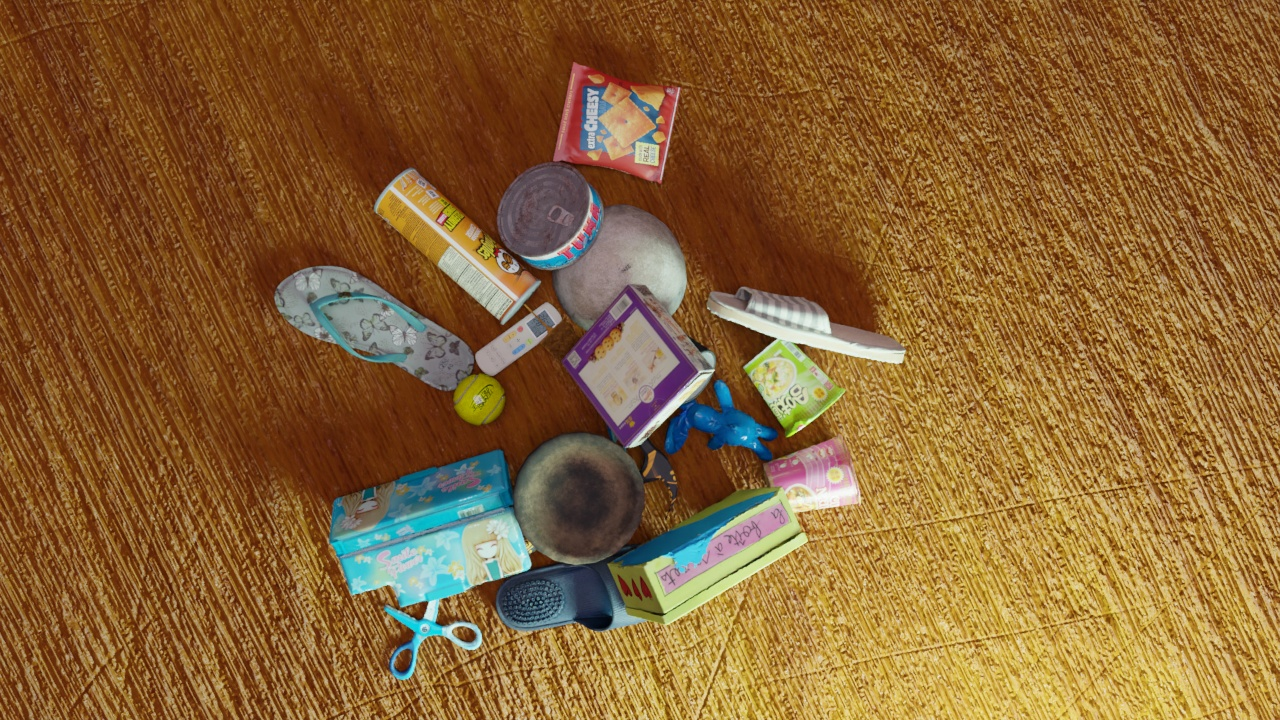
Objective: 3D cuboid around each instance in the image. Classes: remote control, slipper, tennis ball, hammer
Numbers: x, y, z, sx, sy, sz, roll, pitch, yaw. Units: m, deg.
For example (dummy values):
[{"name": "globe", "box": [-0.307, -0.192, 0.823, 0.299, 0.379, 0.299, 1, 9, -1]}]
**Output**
[{"name": "remote control", "box": [-0.160, -0.027, 1.206, 0.125, 0.018, 0.038, -36, 94, -4]}, {"name": "slipper", "box": [-0.058, 0.300, 1.186, 0.263, 0.082, 0.101, -7, 89, -4]}, {"name": "tennis ball", "box": [-0.207, 0.050, 1.179, 0.065, 0.065, 0.065, 0, 91, -4]}, {"name": "hammer", "box": [-0.100, 0.213, 1.197, 0.320, 0.036, 0.123, -30, 90, -1]}, {"name": "slipper", "box": [0.218, -0.051, 1.189, 0.272, 0.114, 0.054, 15, 101, -12]}, {"name": "slipper", "box": [-0.338, -0.047, 1.176, 0.268, 0.055, 0.098, 25, 86, -6]}]

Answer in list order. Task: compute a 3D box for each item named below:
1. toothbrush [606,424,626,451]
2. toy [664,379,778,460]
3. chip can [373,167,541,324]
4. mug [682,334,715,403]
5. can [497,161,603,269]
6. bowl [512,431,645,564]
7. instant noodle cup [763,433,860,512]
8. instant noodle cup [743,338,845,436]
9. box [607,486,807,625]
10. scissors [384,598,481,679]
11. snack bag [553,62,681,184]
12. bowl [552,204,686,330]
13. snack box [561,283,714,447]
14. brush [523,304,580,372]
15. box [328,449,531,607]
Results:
[{"name": "toothbrush", "box": [-0.026, 0.119, 1.220, 0.022, 0.017, 0.135, -13, 89, -4]}, {"name": "toy", "box": [0.099, 0.088, 1.204, 0.176, 0.071, 0.112, 22, 78, -4]}, {"name": "chip can", "box": [-0.232, -0.145, 1.170, 0.215, 0.075, 0.075, 42, 87, -4]}, {"name": "mug", "box": [0.031, 0.015, 1.179, 0.088, 0.078, 0.114, 35, 109, 31]}, {"name": "can", "box": [-0.115, -0.183, 1.163, 0.130, 0.044, 0.129, -7, 70, 21]}, {"name": "bowl", "box": [-0.077, 0.168, 1.147, 0.162, 0.070, 0.162, 0, 88, -5]}, {"name": "instant noodle cup", "box": [0.221, 0.156, 1.203, 0.108, 0.097, 0.097, -15, 92, 3]}, {"name": "instant noodle cup", "box": [0.195, 0.028, 1.200, 0.099, 0.099, 0.108, -38, 85, -3]}, {"name": "box", "box": [0.081, 0.240, 1.143, 0.220, 0.125, 0.083, -26, 91, -27]}, {"name": "scissors", "box": [-0.281, 0.363, 1.205, 0.134, 0.011, 0.139, 29, 90, -7]}, {"name": "snack bag", "box": [-0.030, -0.309, 1.201, 0.144, 0.039, 0.131, 12, 90, -5]}, {"name": "bowl", "box": [-0.025, -0.115, 1.185, 0.178, 0.081, 0.178, 0, 92, -3]}, {"name": "snack box", "box": [-0.007, 0.007, 1.126, 0.144, 0.040, 0.148, -47, 69, 25]}, {"name": "brush", "box": [-0.103, -0.024, 1.198, 0.048, 0.017, 0.126, -45, 105, -3]}, {"name": "box", "box": [-0.266, 0.210, 1.148, 0.227, 0.086, 0.169, -16, 66, -4]}]
